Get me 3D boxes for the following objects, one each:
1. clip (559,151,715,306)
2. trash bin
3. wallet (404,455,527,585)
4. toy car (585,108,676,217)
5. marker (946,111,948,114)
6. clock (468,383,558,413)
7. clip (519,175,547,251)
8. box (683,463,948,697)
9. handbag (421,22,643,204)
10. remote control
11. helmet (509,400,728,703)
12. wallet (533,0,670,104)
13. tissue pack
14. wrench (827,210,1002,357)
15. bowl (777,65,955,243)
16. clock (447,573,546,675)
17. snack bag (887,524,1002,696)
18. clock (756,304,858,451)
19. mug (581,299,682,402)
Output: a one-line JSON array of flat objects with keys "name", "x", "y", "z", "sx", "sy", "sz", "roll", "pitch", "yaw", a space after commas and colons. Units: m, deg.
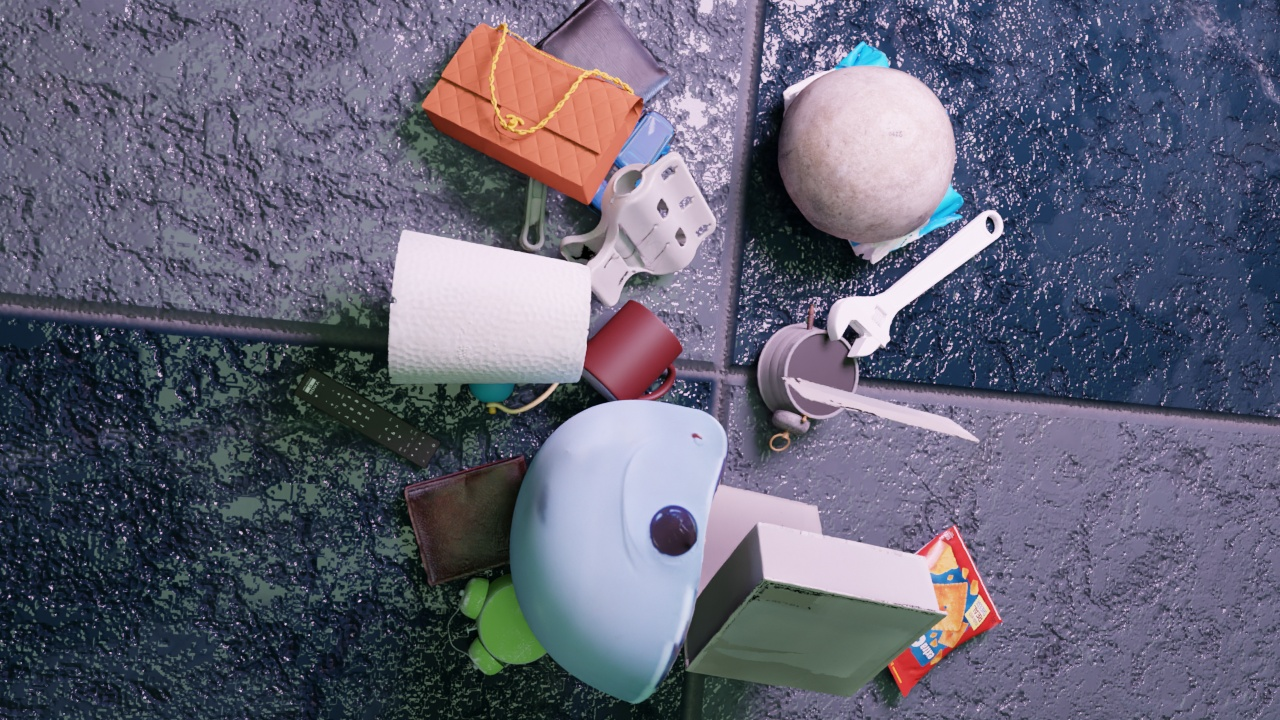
[{"name": "clip", "x": -0.003, "y": -0.123, "z": 0.878, "sx": 0.144, "sy": 0.075, "sz": 0.125, "roll": -37, "pitch": 142, "yaw": 4}, {"name": "trash bin", "x": -0.130, "y": -0.039, "z": 0.803, "sx": 0.161, "sy": 0.133, "sz": 0.133, "roll": 5, "pitch": 90, "yaw": -10}, {"name": "wallet", "x": -0.158, "y": 0.153, "z": 0.884, "sx": 0.120, "sy": 0.031, "sz": 0.099, "roll": -16, "pitch": 92, "yaw": -11}, {"name": "toy car", "x": -0.012, "y": -0.195, "z": 0.905, "sx": 0.056, "sy": 0.044, "sz": 0.120, "roll": 37, "pitch": 83, "yaw": -12}, {"name": "marker", "x": 0.290, "y": -0.218, "z": 0.998, "sx": 0.013, "sy": 0.013, "sz": 0.141, "roll": 39, "pitch": 82, "yaw": -12}, {"name": "clock", "x": -0.133, "y": -0.013, "z": 0.880, "sx": 0.099, "sy": 0.044, "sz": 0.129, "roll": -39, "pitch": 93, "yaw": -11}, {"name": "clip", "x": -0.103, "y": -0.144, "z": 0.891, "sx": 0.023, "sy": 0.045, "sz": 0.076, "roll": 5, "pitch": 90, "yaw": -13}, {"name": "box", "x": 0.121, "y": 0.181, "z": 0.900, "sx": 0.167, "sy": 0.380, "sz": 0.172, "roll": 15, "pitch": 104, "yaw": -15}, {"name": "handbag", "x": -0.098, "y": -0.235, "z": 0.843, "sx": 0.172, "sy": 0.060, "sz": 0.108, "roll": 28, "pitch": 80, "yaw": 11}, {"name": "remote control", "x": -0.256, "y": 0.055, "z": 0.865, "sx": 0.140, "sy": 0.009, "sz": 0.030, "roll": 33, "pitch": 83, "yaw": -13}, {"name": "helmet", "x": -0.030, "y": 0.158, "z": 0.813, "sx": 0.166, "sy": 0.226, "sz": 0.265, "roll": 13, "pitch": 61, "yaw": -14}, {"name": "wallet", "x": -0.037, "y": -0.293, "z": 0.906, "sx": 0.089, "sy": 0.026, "sz": 0.115, "roll": -46, "pitch": 101, "yaw": -11}, {"name": "tissue pack", "x": 0.236, "y": -0.215, "z": 0.949, "sx": 0.117, "sy": 0.066, "sz": 0.209, "roll": -28, "pitch": 91, "yaw": -8}, {"name": "wrench", "x": 0.299, "y": -0.088, "z": 0.975, "sx": 0.272, "sy": 0.018, "sz": 0.066, "roll": -35, "pitch": 101, "yaw": -23}, {"name": "bowl", "x": 0.226, "y": -0.206, "z": 0.877, "sx": 0.178, "sy": 0.081, "sz": 0.178, "roll": 0, "pitch": 87, "yaw": -3}, {"name": "clock", "x": -0.125, "y": 0.249, "z": 0.886, "sx": 0.119, "sy": 0.042, "sz": 0.094, "roll": -12, "pitch": 93, "yaw": -13}, {"name": "snack bag", "x": 0.313, "y": 0.271, "z": 1.000, "sx": 0.144, "sy": 0.039, "sz": 0.131, "roll": -30, "pitch": 99, "yaw": -14}, {"name": "clock", "x": 0.169, "y": 0.026, "z": 0.949, "sx": 0.104, "sy": 0.056, "sz": 0.147, "roll": 29, "pitch": 79, "yaw": -22}, {"name": "mug", "x": -0.005, "y": 0.005, "z": 0.903, "sx": 0.082, "sy": 0.073, "sz": 0.106, "roll": -46, "pitch": 131, "yaw": -9}]
